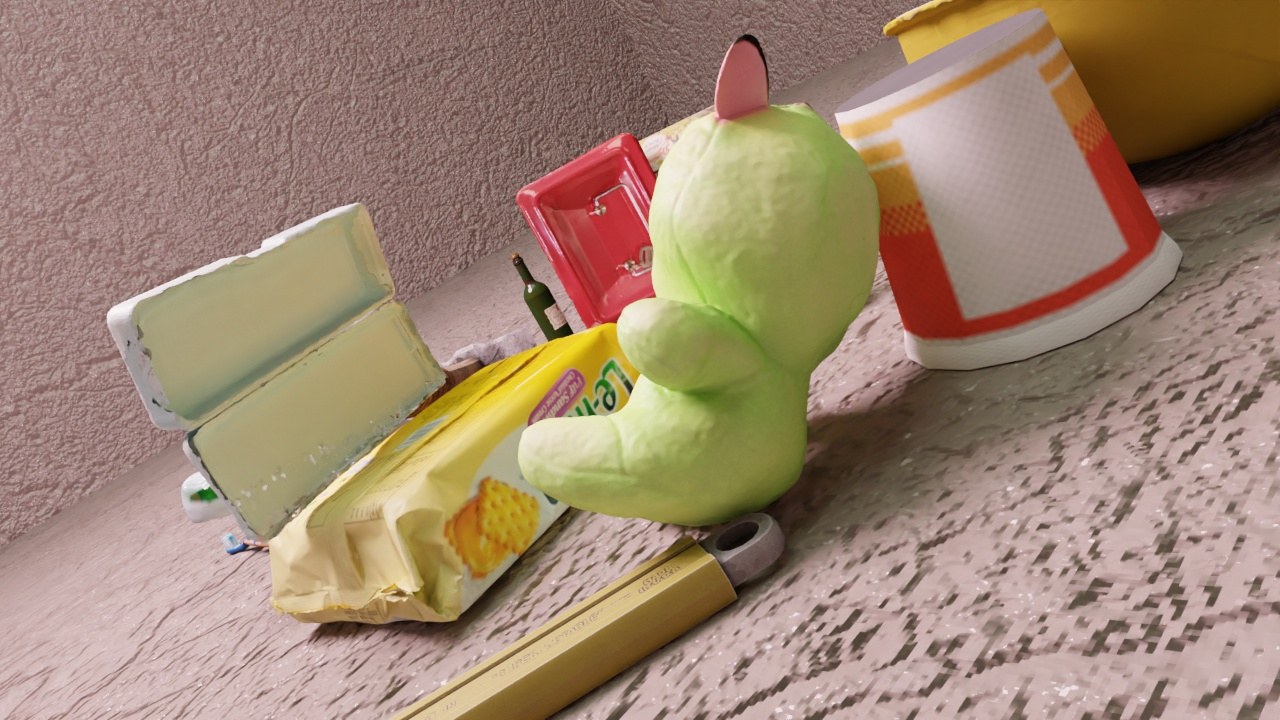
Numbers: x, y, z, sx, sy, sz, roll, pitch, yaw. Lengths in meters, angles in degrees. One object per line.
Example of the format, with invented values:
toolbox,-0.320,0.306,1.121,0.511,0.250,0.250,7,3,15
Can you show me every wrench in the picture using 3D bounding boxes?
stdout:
wrench,-0.067,0.129,0.328,0.273,0.018,0.083,-30,14,-7

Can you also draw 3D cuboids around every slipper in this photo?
slipper,-0.231,0.092,0.656,0.104,0.074,0.245,-18,-2,7

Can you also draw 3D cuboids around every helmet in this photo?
helmet,0.263,-0.171,0.497,0.239,0.139,0.209,-30,13,-13

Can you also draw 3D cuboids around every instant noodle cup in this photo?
instant noodle cup,0.157,-0.080,0.418,0.123,0.121,0.123,-27,14,7

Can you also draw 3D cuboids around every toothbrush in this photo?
toothbrush,-0.320,0.149,0.764,0.135,0.017,0.021,-16,21,44

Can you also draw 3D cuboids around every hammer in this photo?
hammer,-0.159,0.015,0.762,0.121,0.049,0.318,-23,3,2

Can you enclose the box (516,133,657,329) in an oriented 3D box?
box,-0.027,-0.118,0.859,0.129,0.157,0.092,-25,9,9

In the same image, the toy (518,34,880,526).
toy,0.042,-0.020,0.377,0.197,0.107,0.150,-61,-27,3

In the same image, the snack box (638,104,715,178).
snack box,0.039,-0.186,0.947,0.148,0.040,0.143,-23,-20,13

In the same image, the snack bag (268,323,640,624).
snack bag,-0.095,0.058,0.536,0.160,0.068,0.246,-19,17,42

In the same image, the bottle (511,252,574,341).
bottle,-0.090,-0.051,0.842,0.025,0.106,0.025,-27,14,7

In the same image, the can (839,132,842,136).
can,0.155,-0.136,0.732,0.054,0.054,0.135,-13,29,48

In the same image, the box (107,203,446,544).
box,-0.189,-0.004,0.516,0.041,0.134,0.196,-11,20,23
